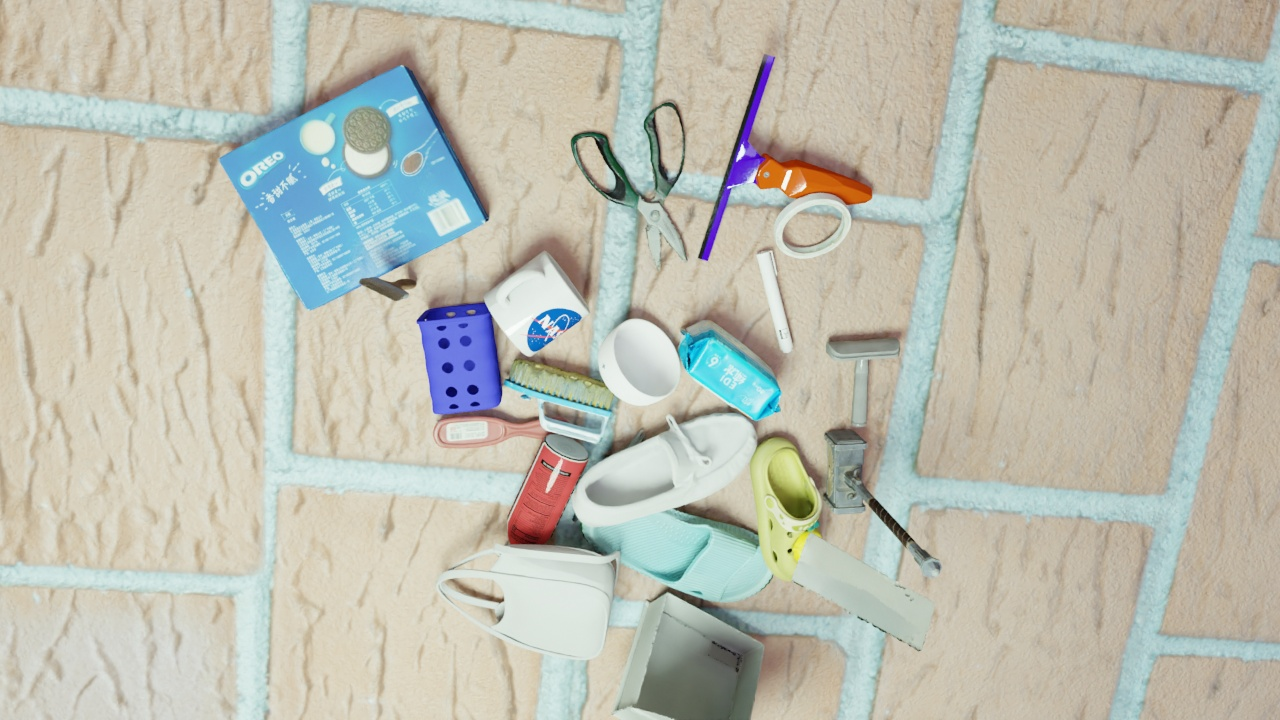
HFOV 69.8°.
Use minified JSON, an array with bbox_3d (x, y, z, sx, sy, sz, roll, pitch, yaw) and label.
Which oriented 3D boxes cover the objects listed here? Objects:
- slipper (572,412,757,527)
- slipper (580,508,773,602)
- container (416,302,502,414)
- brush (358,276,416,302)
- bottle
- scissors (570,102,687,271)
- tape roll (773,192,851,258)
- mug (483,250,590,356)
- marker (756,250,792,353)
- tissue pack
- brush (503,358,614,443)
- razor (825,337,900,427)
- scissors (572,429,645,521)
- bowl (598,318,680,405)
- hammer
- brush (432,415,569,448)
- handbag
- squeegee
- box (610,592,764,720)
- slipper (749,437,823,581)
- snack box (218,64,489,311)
[{"bbox_3d":[0.031,0.128,1.131,0.246,0.075,0.112,-21,82,-12],"label":"slipper"},{"bbox_3d":[0.053,0.247,1.175,0.276,0.069,0.116,25,104,-15],"label":"slipper"},{"bbox_3d":[-0.212,-0.003,1.094,0.084,0.085,0.114,-6,104,-3],"label":"container"},{"bbox_3d":[-0.275,-0.084,1.039,0.045,0.143,0.008,26,98,-2],"label":"brush"},{"bbox_3d":[-0.127,0.182,1.152,0.062,0.062,0.177,23,106,-10],"label":"bottle"},{"bbox_3d":[0.025,-0.213,1.102,0.154,0.015,0.209,-36,103,2],"label":"scissors"},{"bbox_3d":[0.206,-0.161,1.103,0.093,0.013,0.093,-7,140,-6],"label":"tape roll"},{"bbox_3d":[-0.126,-0.071,1.069,0.090,0.121,0.091,-36,66,3],"label":"mug"},{"bbox_3d":[0.170,-0.072,1.144,0.020,0.017,0.133,-17,104,-3],"label":"marker"},{"bbox_3d":[0.105,0.010,1.121,0.144,0.092,0.062,37,104,-11],"label":"tissue pack"},{"bbox_3d":[-0.103,0.049,1.129,0.136,0.055,0.075,16,96,-8],"label":"brush"},{"bbox_3d":[0.281,0.030,1.168,0.088,0.047,0.116,-4,111,-4],"label":"razor"},{"bbox_3d":[-0.043,0.154,1.178,0.139,0.019,0.129,-15,103,-3],"label":"scissors"},{"bbox_3d":[-0.007,0.006,1.112,0.105,0.104,0.054,43,136,-12],"label":"bowl"},{"bbox_3d":[0.275,0.173,1.052,0.044,0.322,0.098,-3,103,-4],"label":"hammer"},{"bbox_3d":[-0.173,0.085,1.146,0.172,0.030,0.041,-1,101,-19],"label":"brush"},{"bbox_3d":[-0.144,0.282,1.145,0.222,0.095,0.216,10,131,1],"label":"handbag"},{"bbox_3d":[0.194,-0.214,1.093,0.184,0.055,0.250,8,116,-19],"label":"squeegee"},{"bbox_3d":[0.075,0.454,1.009,0.166,0.505,0.149,30,103,-12],"label":"box"},{"bbox_3d":[0.199,0.190,1.167,0.091,0.082,0.190,-19,100,-31],"label":"slipper"},{"bbox_3d":[-0.324,-0.195,1.055,0.239,0.056,0.195,-26,104,2],"label":"snack box"}]
